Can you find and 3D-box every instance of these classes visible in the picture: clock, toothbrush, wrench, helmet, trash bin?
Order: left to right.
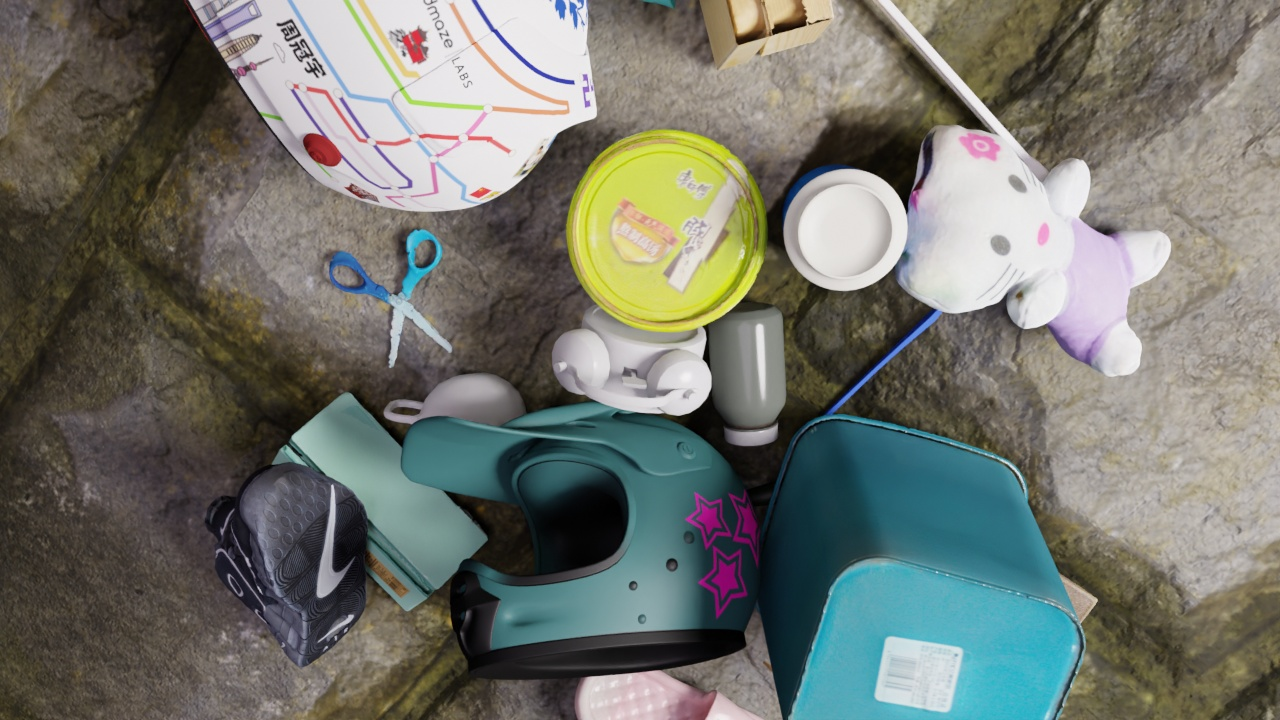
[{"bbox_3d":[-0.160,-0.259,0.618,0.236,0.230,0.314,-23,105,18],"label":"helmet"},{"bbox_3d":[-0.038,0.127,0.698,0.274,0.200,0.177,8,150,-31],"label":"helmet"},{"bbox_3d":[-0.004,0.004,0.700,0.120,0.159,0.061,12,113,5],"label":"clock"},{"bbox_3d":[0.184,0.172,0.645,0.196,0.218,0.199,14,104,4],"label":"trash bin"},{"bbox_3d":[0.215,-0.017,0.736,0.011,0.016,0.187,40,108,-5],"label":"toothbrush"},{"bbox_3d":[0.211,-0.225,0.671,0.009,0.047,0.273,-43,96,15],"label":"wrench"}]

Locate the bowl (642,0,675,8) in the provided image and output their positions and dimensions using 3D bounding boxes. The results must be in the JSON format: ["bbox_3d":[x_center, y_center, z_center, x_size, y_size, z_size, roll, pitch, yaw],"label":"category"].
[{"bbox_3d":[-0.018,-0.299,0.645,0.046,0.121,0.121,-18,100,12],"label":"bowl"}]

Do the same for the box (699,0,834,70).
[{"bbox_3d":[0.060,-0.336,0.621,0.092,0.128,0.249,-13,102,11],"label":"box"}]

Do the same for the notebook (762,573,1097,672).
[{"bbox_3d":[0.241,0.233,0.781,0.190,0.034,0.216,31,105,1],"label":"notebook"}]

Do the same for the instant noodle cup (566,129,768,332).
[{"bbox_3d":[0.023,-0.099,0.700,0.146,0.097,0.146,2,102,8],"label":"instant noodle cup"}]

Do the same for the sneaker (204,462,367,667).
[{"bbox_3d":[-0.320,0.147,0.787,0.151,0.097,0.253,29,139,17],"label":"sneaker"}]

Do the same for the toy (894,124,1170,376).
[{"bbox_3d":[0.273,-0.080,0.655,0.209,0.086,0.137,23,81,-17],"label":"toy"}]

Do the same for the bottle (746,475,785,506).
[{"bbox_3d":[0.137,0.106,0.767,0.123,0.033,0.033,-13,101,12],"label":"bottle"}]

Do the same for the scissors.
[{"bbox_3d":[-0.216,-0.056,0.793,0.127,0.014,0.127,11,109,2],"label":"scissors"}]

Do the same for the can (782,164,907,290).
[{"bbox_3d":[0.142,-0.099,0.657,0.079,0.146,0.079,2,104,8],"label":"can"}]

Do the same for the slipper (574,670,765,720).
[{"bbox_3d":[0.043,0.336,0.804,0.221,0.056,0.106,28,63,9],"label":"slipper"}]

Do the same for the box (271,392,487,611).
[{"bbox_3d":[-0.238,0.130,0.832,0.187,0.078,0.113,46,134,-2],"label":"box"}]

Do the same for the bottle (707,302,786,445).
[{"bbox_3d":[0.086,0.010,0.737,0.060,0.060,0.108,-3,103,9],"label":"bottle"}]

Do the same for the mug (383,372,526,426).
[{"bbox_3d":[-0.158,0.052,0.775,0.124,0.076,0.090,11,105,6],"label":"mug"}]
